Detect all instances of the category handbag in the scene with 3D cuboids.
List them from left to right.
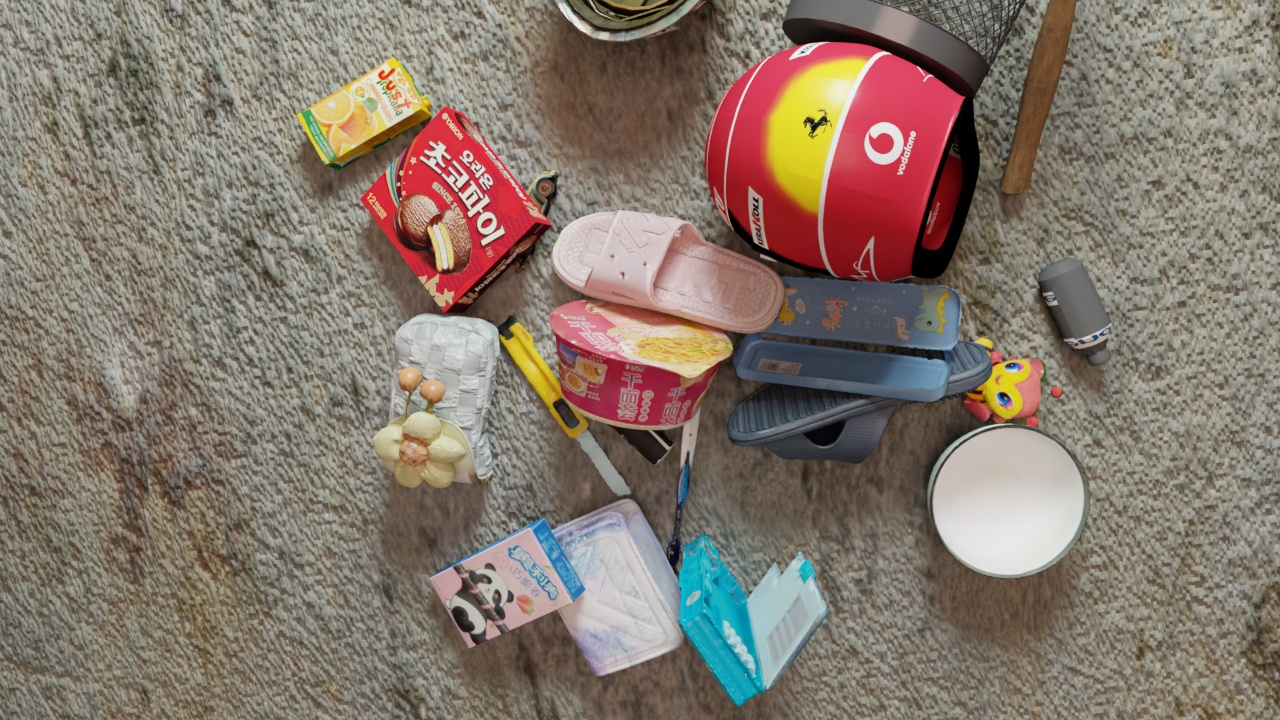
[{"bbox_3d":[-0.204,0.040,0.920,0.112,0.123,0.171,8,101,8],"label":"handbag"},{"bbox_3d":[-0.031,0.237,0.959,0.127,0.069,0.158,-27,92,19],"label":"handbag"}]

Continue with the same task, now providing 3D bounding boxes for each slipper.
[{"bbox_3d":[0.026,-0.094,0.907,0.239,0.064,0.094,18,79,10],"label":"slipper"},{"bbox_3d":[0.219,0.052,0.919,0.264,0.101,0.082,-16,118,8],"label":"slipper"}]

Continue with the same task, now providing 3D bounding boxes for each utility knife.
[{"bbox_3d":[-0.079,0.051,0.971,0.030,0.019,0.227,-35,95,14],"label":"utility knife"}]

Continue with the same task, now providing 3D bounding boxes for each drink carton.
[{"bbox_3d":[-0.279,-0.253,0.941,0.122,0.041,0.058,-29,93,4],"label":"drink carton"}]

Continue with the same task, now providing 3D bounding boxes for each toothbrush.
[{"bbox_3d":[0.045,0.124,0.969,0.016,0.017,0.189,7,93,-8],"label":"toothbrush"}]

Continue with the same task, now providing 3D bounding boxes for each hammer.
[{"bbox_3d":[0.365,-0.283,0.817,0.040,0.306,0.132,31,53,32],"label":"hammer"}]

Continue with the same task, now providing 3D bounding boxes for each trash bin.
[{"bbox_3d":[0.259,-0.377,0.822,0.218,0.217,0.227,23,99,1],"label":"trash bin"}]

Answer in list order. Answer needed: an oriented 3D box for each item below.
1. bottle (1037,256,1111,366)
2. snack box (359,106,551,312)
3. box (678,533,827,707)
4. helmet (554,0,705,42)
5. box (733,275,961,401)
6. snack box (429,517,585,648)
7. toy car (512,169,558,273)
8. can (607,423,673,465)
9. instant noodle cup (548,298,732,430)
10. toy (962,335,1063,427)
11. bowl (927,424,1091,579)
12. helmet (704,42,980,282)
[{"bbox_3d":[0.438,-0.048,0.919,0.047,0.047,0.112,-26,94,4],"label":"bottle"},{"bbox_3d":[-0.186,-0.148,0.918,0.133,0.035,0.152,-41,79,17],"label":"snack box"},{"bbox_3d":[0.109,0.216,0.866,0.117,0.226,0.097,-33,92,5],"label":"box"},{"bbox_3d":[0.002,-0.395,0.815,0.193,0.236,0.224,23,85,6],"label":"helmet"},{"bbox_3d":[0.201,-0.022,0.898,0.210,0.047,0.122,7,71,26],"label":"box"},{"bbox_3d":[-0.140,0.231,0.949,0.154,0.033,0.088,-30,90,27],"label":"snack box"},{"bbox_3d":[-0.120,-0.147,0.938,0.047,0.047,0.112,22,95,-4],"label":"toy car"},{"bbox_3d":[-0.005,0.072,0.958,0.080,0.031,0.031,42,95,-1],"label":"can"},{"bbox_3d":[-0.005,0.005,0.893,0.178,0.178,0.078,11,111,2],"label":"instant noodle cup"},{"bbox_3d":[0.365,0.023,0.930,0.103,0.046,0.084,37,102,3],"label":"toy"},{"bbox_3d":[0.360,0.135,0.925,0.153,0.073,0.153,0,95,2],"label":"bowl"},{"bbox_3d":[0.175,-0.177,0.836,0.225,0.270,0.197,19,94,22],"label":"helmet"}]
